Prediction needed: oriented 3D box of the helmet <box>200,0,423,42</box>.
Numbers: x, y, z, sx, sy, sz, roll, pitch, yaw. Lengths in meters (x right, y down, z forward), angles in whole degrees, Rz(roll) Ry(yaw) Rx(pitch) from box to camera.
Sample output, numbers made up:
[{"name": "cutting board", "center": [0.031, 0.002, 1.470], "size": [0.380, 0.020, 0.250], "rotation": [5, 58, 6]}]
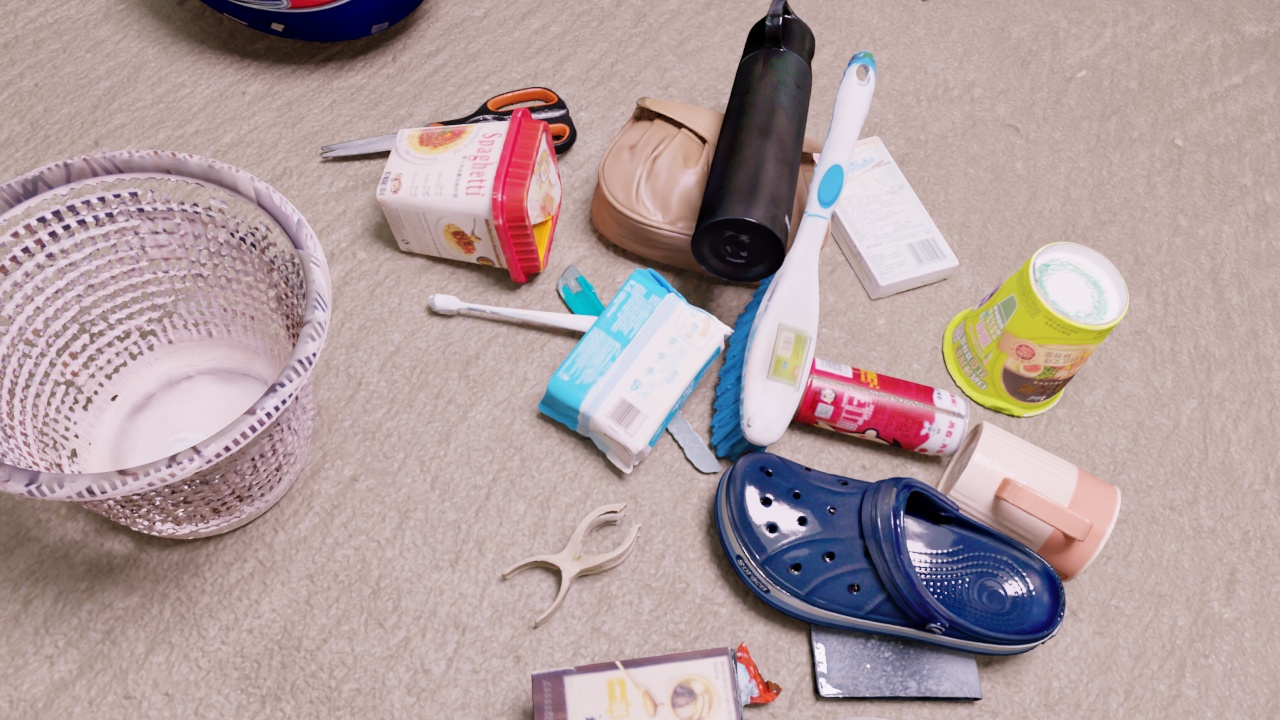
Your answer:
[{"name": "helmet", "center": [-0.319, -0.411, 0.797], "size": [0.315, 0.247, 0.240], "rotation": [13, 93, -4]}]

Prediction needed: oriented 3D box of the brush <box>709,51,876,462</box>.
[{"name": "brush", "center": [0.122, -0.077, 0.705], "size": [0.060, 0.110, 0.314], "rotation": [17, 76, -6]}]

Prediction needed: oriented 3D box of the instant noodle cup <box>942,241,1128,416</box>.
[{"name": "instant noodle cup", "center": [0.324, -0.030, 0.746], "size": [0.111, 0.124, 0.111], "rotation": [4, 60, -7]}]

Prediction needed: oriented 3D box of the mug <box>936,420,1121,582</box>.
[{"name": "mug", "center": [0.283, 0.104, 0.673], "size": [0.106, 0.114, 0.082], "rotation": [29, 94, 11]}]

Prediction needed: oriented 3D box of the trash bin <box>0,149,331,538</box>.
[{"name": "trash bin", "center": [-0.302, 0.014, 0.584], "size": [0.227, 0.193, 0.227], "rotation": [4, 60, -7]}]

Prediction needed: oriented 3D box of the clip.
[{"name": "clip", "center": [-0.044, 0.141, 0.647], "size": [0.100, 0.035, 0.074], "rotation": [-31, 70, -18]}]

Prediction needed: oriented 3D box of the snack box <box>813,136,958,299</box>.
[{"name": "snack box", "center": [0.216, -0.134, 0.845], "size": [0.084, 0.027, 0.156], "rotation": [-16, 64, -17]}]

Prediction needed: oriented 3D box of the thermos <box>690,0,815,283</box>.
[{"name": "thermos", "center": [0.091, -0.180, 0.706], "size": [0.068, 0.090, 0.241], "rotation": [3, 56, 17]}]

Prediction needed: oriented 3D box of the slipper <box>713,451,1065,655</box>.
[{"name": "slipper", "center": [0.173, 0.133, 0.634], "size": [0.253, 0.095, 0.104], "rotation": [19, 53, 4]}]

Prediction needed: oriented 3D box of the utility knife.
[{"name": "utility knife", "center": [-0.004, 0.004, 0.741], "size": [0.029, 0.013, 0.219], "rotation": [-31, 70, -19]}]

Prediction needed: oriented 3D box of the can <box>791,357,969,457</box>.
[{"name": "can", "center": [0.187, 0.037, 0.728], "size": [0.133, 0.053, 0.053], "rotation": [14, 59, -1]}]

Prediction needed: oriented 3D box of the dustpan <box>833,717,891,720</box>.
[{"name": "dustpan", "center": [0.157, 0.306, 0.493], "size": [0.142, 0.258, 0.222], "rotation": [38, 59, -14]}]

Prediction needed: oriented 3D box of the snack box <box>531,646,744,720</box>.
[{"name": "snack box", "center": [0.003, 0.242, 0.565], "size": [0.126, 0.053, 0.113], "rotation": [-10, 69, 8]}]

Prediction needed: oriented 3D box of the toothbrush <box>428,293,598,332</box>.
[{"name": "toothbrush", "center": [-0.082, -0.034, 0.742], "size": [0.180, 0.016, 0.016], "rotation": [8, 73, 0]}]

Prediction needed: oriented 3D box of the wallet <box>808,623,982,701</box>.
[{"name": "wallet", "center": [0.179, 0.194, 0.659], "size": [0.121, 0.019, 0.097], "rotation": [3, 58, -6]}]

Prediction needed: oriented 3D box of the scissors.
[{"name": "scissors", "center": [-0.175, -0.214, 0.839], "size": [0.235, 0.022, 0.139], "rotation": [5, 52, -1]}]

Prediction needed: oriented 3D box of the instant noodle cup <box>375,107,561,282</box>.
[{"name": "instant noodle cup", "center": [-0.137, -0.136, 0.751], "size": [0.124, 0.117, 0.116], "rotation": [5, 59, 8]}]

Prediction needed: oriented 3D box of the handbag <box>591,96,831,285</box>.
[{"name": "handbag", "center": [0.065, -0.151, 0.789], "size": [0.204, 0.100, 0.147], "rotation": [13, 65, -7]}]

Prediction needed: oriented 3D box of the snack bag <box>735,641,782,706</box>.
[{"name": "snack bag", "center": [0.042, 0.228, 0.613], "size": [0.105, 0.026, 0.045], "rotation": [-23, 71, -18]}]

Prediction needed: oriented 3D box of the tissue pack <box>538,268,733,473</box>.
[{"name": "tissue pack", "center": [-0.003, 0.005, 0.697], "size": [0.090, 0.063, 0.140], "rotation": [35, 84, 11]}]
